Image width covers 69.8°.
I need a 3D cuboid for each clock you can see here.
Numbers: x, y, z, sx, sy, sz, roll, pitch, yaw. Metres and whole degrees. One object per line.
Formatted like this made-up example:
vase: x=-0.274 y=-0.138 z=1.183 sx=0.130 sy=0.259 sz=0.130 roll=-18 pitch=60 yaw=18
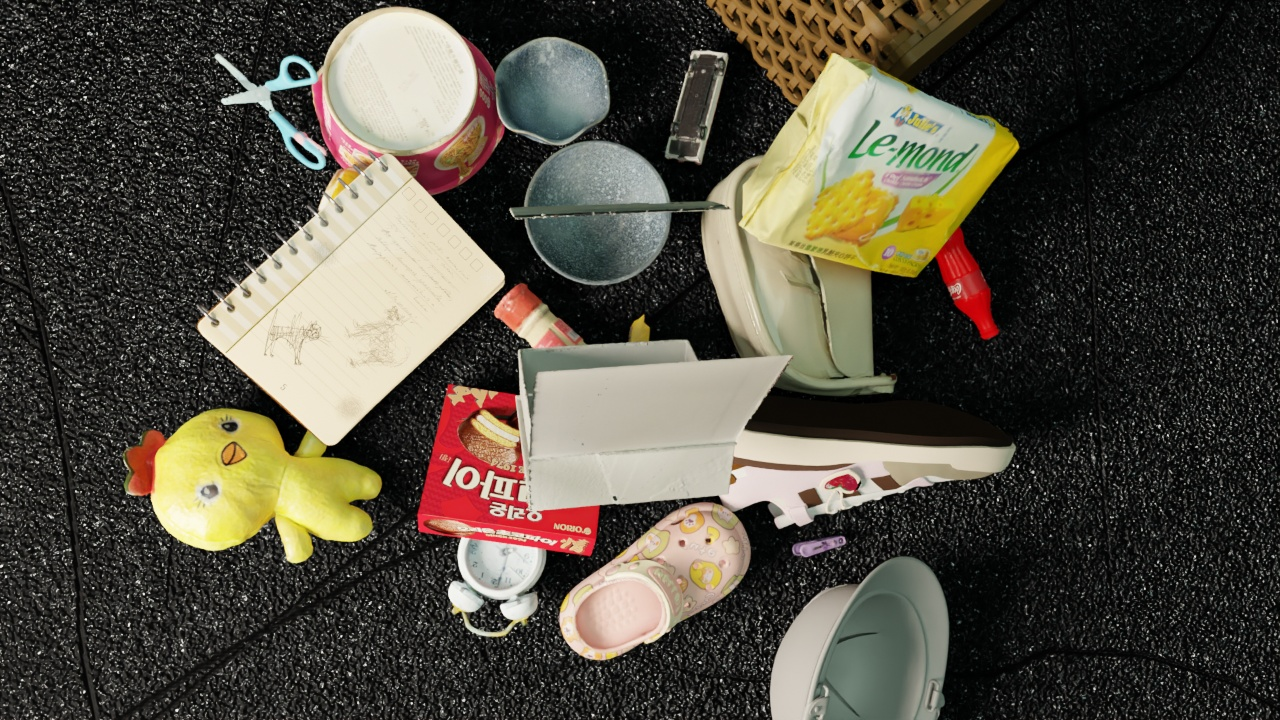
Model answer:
clock: x=-0.130 y=0.193 z=0.843 sx=0.083 sy=0.057 sz=0.117 roll=10 pitch=78 yaw=-6

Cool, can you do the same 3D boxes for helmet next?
helmet: x=0.177 y=0.299 z=0.844 sx=0.183 sy=0.118 sz=0.271 roll=13 pitch=90 yaw=-36

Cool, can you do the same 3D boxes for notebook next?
notebook: x=-0.254 y=-0.056 z=0.815 sx=0.225 sy=0.024 sz=0.167 roll=-45 pitch=109 yaw=-9

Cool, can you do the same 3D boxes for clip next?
clip: x=0.175 y=0.180 z=0.894 sx=0.051 sy=0.032 sz=0.013 roll=-12 pitch=86 yaw=-9

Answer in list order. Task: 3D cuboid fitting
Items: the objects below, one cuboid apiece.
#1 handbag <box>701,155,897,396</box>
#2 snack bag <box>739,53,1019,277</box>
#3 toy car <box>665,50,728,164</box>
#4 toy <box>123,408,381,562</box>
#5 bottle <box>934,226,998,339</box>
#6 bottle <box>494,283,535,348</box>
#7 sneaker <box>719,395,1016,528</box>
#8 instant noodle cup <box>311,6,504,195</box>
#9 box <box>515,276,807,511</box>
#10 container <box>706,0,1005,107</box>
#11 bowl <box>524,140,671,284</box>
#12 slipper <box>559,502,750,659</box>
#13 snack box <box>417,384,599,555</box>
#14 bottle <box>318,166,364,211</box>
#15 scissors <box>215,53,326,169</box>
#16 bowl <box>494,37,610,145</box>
handbag: x=0.163 y=-0.080 z=0.867 sx=0.184 sy=0.132 sz=0.229 roll=0 pitch=87 yaw=-13
snack bag: x=0.204 y=-0.160 z=0.785 sx=0.246 sy=0.068 sz=0.160 roll=7 pitch=127 yaw=-38
toy car: x=0.058 y=-0.248 z=0.908 sx=0.039 sy=0.039 sz=0.113 roll=13 pitch=83 yaw=21
toy: x=-0.339 y=0.111 z=0.813 sx=0.207 sy=0.092 sz=0.133 roll=9 pitch=51 yaw=-12
bottle: x=0.327 y=-0.078 z=0.923 sx=0.036 sy=0.036 sz=0.119 roll=-25 pitch=89 yaw=-8
bottle: x=-0.087 y=-0.024 z=0.873 sx=0.109 sy=0.044 sz=0.044 roll=42 pitch=82 yaw=-2
sneaker: x=0.207 y=0.107 z=0.874 sx=0.293 sy=0.111 sz=0.116 roll=2 pitch=107 yaw=-7
instant noodle cup: x=-0.219 y=-0.250 z=0.859 sx=0.178 sy=0.078 sz=0.178 roll=0 pitch=86 yaw=-6
box: x=-0.008 y=0.020 z=0.698 sx=0.167 sy=0.331 sz=0.164 roll=-4 pitch=73 yaw=-11
container: x=0.225 y=-0.383 z=0.844 sx=0.251 sy=0.220 sz=0.214 roll=-40 pitch=90 yaw=-8
bowl: x=-0.042 y=-0.136 z=0.879 sx=0.137 sy=0.057 sz=0.137 roll=0 pitch=86 yaw=-6
slipper: x=0.016 y=0.212 z=0.840 sx=0.197 sy=0.081 sz=0.093 roll=-35 pitch=94 yaw=0
snack box: x=-0.111 y=0.098 z=0.833 sx=0.152 sy=0.036 sz=0.132 roll=9 pitch=54 yaw=-5
bottle: x=-0.240 y=-0.134 z=0.856 sx=0.109 sy=0.063 sz=0.063 roll=25 pitch=83 yaw=-16
scissors: x=-0.333 y=-0.242 z=0.843 sx=0.135 sy=0.130 sz=0.015 roll=41 pitch=44 yaw=-13
bowl: x=-0.084 y=-0.249 z=0.882 sx=0.110 sy=0.055 sz=0.110 roll=1 pitch=78 yaw=-3
